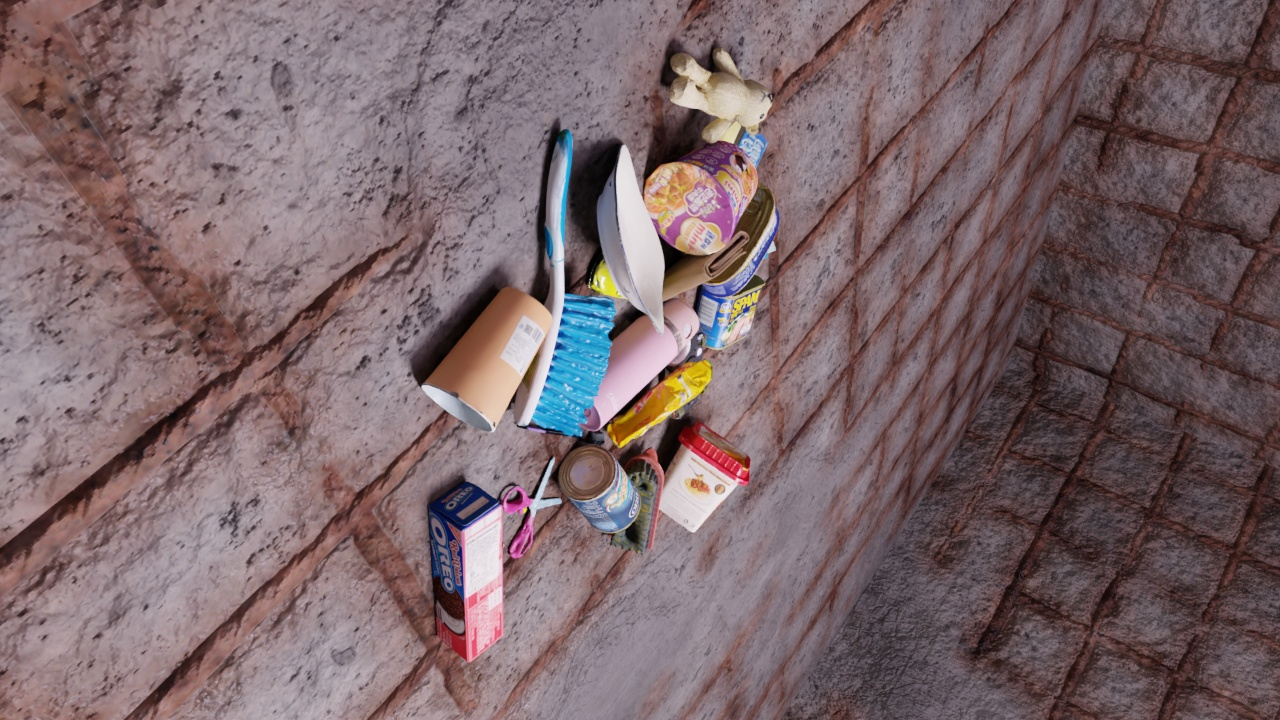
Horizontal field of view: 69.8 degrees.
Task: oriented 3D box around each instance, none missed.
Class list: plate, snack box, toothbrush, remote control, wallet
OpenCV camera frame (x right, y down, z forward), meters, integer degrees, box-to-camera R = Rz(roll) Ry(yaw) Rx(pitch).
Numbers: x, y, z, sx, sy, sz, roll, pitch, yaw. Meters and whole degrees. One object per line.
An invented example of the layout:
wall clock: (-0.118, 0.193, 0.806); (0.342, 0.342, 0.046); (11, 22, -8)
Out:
plate: (-0.011, -0.121, 0.945); (0.163, 0.034, 0.164); (-89, 162, -45)
snack box: (-0.185, 0.228, 0.987); (0.058, 0.057, 0.208); (-31, 138, -42)
toothbrush: (-0.089, 0.084, 1.072); (0.188, 0.014, 0.016); (20, 88, -61)
remote control: (0.113, -0.227, 1.130); (0.049, 0.024, 0.125); (28, 88, -47)
wallet: (0.067, -0.109, 1.076); (0.090, 0.116, 0.033); (-42, 102, -34)

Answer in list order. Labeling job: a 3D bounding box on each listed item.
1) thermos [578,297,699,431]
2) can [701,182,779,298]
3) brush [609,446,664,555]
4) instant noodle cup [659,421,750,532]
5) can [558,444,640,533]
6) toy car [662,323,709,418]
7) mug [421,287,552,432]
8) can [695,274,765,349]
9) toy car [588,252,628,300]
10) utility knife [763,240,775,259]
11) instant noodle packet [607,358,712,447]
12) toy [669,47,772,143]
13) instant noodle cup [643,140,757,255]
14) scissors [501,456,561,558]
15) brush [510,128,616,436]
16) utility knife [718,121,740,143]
thermos: (-0.006, 0.006, 1.085); (0.198, 0.067, 0.087); (-42, 133, -35)
can: (0.123, -0.151, 1.164); (0.148, 0.075, 0.049); (-60, 154, -7)
brush: (-0.002, 0.190, 1.259); (0.069, 0.063, 0.146); (-59, 160, -63)
instant noodle cup: (0.084, 0.169, 1.317); (0.124, 0.116, 0.116); (-56, 176, 10)
can: (-0.050, 0.159, 1.133); (0.075, 0.075, 0.111); (-54, 150, -17)
toy car: (0.057, 0.013, 1.223); (0.070, 0.042, 0.158); (-41, 144, -36)
mug: (-0.137, -0.004, 0.858); (0.122, 0.078, 0.078); (-59, 152, -19)
can: (0.117, -0.070, 1.241); (0.101, 0.057, 0.083); (-26, 136, -49)
toy car: (-0.019, -0.091, 1.024); (0.105, 0.032, 0.048); (8, 107, -59)
utility knife: (0.146, -0.144, 1.266); (0.181, 0.018, 0.034); (-24, 113, -51)
instant noodle packet: (0.024, 0.052, 1.145); (0.129, 0.044, 0.110); (-39, 177, 41)
toy: (0.086, -0.292, 0.996); (0.157, 0.066, 0.105); (2, 89, -48)
instant noodle cup: (0.075, -0.190, 1.027); (0.099, 0.112, 0.112); (-48, 149, -41)
scissors: (-0.129, 0.175, 1.081); (0.133, 0.017, 0.134); (9, 102, -64)
brush: (-0.072, -0.066, 0.920); (0.109, 0.060, 0.315); (9, 111, -25)
utility knife: (0.089, -0.234, 1.094); (0.031, 0.019, 0.183); (23, 98, -33)
